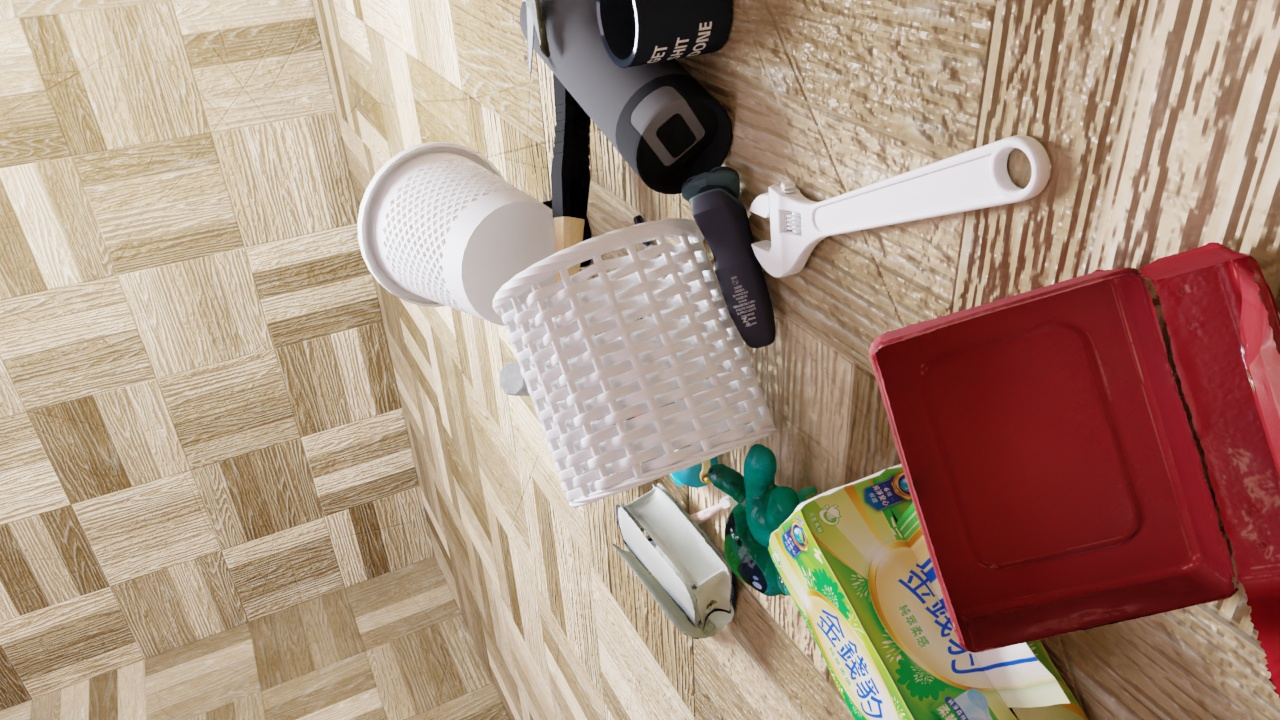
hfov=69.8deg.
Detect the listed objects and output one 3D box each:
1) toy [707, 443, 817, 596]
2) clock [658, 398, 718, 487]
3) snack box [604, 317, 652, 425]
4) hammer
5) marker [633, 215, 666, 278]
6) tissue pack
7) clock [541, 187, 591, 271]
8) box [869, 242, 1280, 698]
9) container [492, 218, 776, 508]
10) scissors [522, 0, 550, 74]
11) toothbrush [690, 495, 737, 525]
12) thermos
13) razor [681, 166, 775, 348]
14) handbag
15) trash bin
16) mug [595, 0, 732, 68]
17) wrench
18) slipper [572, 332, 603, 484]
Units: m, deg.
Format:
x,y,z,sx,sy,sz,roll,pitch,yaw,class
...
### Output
x,y,z,sx,sy,sz,roll,pitch,yaw,class
0.108,0.140,0.771,0.194,0.072,0.130,89,157,-55,toy
0.041,0.081,0.919,0.130,0.043,0.099,132,119,-74,clock
-0.016,0.009,1.008,0.132,0.035,0.152,60,155,29,snack box
-0.070,-0.123,0.901,0.039,0.131,0.328,3,91,43,hammer
0.023,-0.072,0.887,0.152,0.011,0.011,69,158,12,marker
0.178,0.153,0.549,0.197,0.120,0.142,57,155,22,tissue pack
-0.093,-0.137,1.078,0.091,0.042,0.121,43,143,52,clock
0.183,0.047,0.388,0.171,0.156,0.156,-18,89,34,box
-0.005,0.005,0.772,0.186,0.189,0.190,69,158,6,container
-0.098,-0.357,0.793,0.185,0.015,0.180,49,128,42,scissors
0.067,0.158,0.943,0.015,0.018,0.182,63,158,11,toothbrush
-0.018,-0.239,0.767,0.240,0.082,0.082,56,153,37,thermos
0.074,-0.078,0.714,0.047,0.052,0.143,-16,93,28,razor
0.035,0.242,1.001,0.151,0.074,0.176,47,156,39,handbag
-0.182,-0.129,1.016,0.200,0.195,0.196,28,132,48,trash bin
0.022,-0.261,0.659,0.071,0.077,0.105,71,159,5,mug
0.143,-0.095,0.573,0.274,0.018,0.066,-1,105,67,wrench
-0.072,0.042,1.049,0.115,0.052,0.263,49,149,48,slipper
